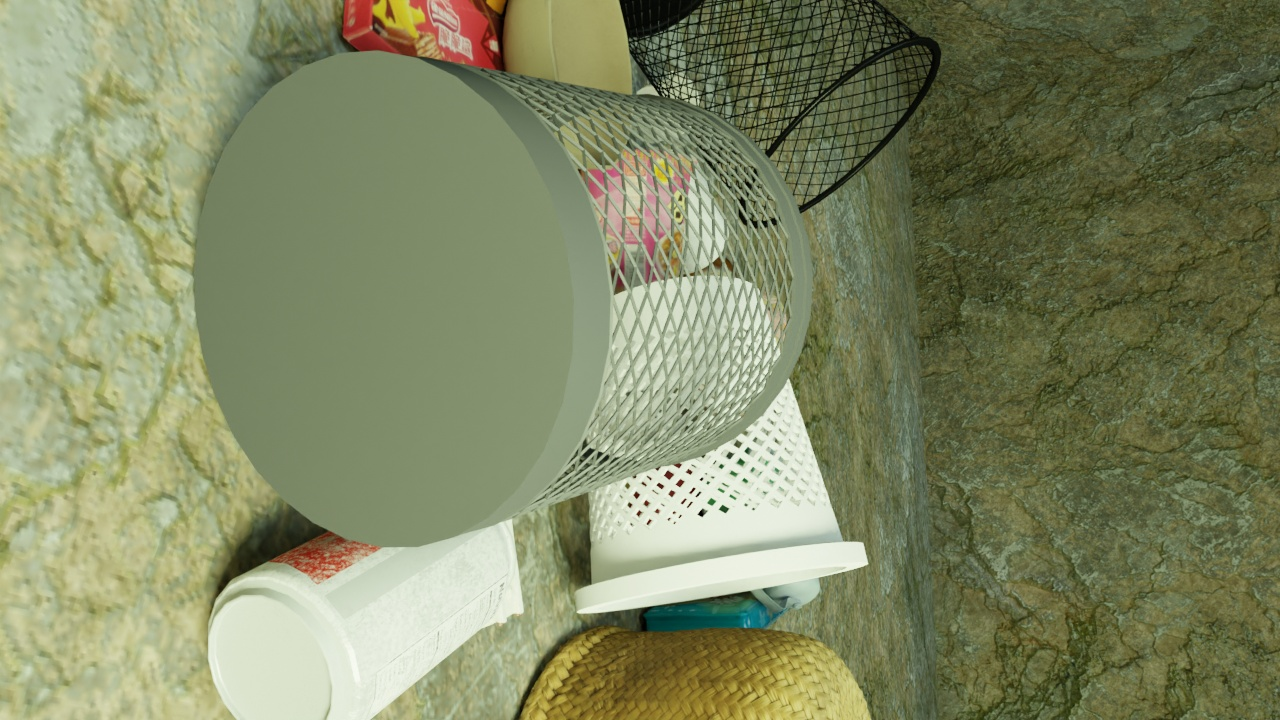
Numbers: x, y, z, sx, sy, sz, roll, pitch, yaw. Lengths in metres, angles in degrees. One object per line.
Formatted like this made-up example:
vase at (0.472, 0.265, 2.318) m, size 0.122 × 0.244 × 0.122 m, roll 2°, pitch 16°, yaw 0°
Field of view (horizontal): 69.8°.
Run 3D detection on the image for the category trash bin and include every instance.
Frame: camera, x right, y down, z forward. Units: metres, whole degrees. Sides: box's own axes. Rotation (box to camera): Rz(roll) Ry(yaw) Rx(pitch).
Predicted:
trash bin at (-0.055, -0.032, 0.447) m, size 0.226 × 0.218 × 0.218 m, roll -14°, pitch 97°, yaw -62°
trash bin at (0.086, -0.242, 0.707) m, size 0.210 × 0.184 × 0.183 m, roll 53°, pitch 18°, yaw 16°
trash bin at (0.039, 0.059, 0.643) m, size 0.195 × 0.196 × 0.199 m, roll 27°, pitch 50°, yaw -62°

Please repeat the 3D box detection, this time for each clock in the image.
clock at (0.112, 0.144, 0.781) m, size 0.122 × 0.075 × 0.161 m, roll 46°, pitch 28°, yaw -17°

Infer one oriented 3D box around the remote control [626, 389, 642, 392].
remote control at (-0.005, 0.005, 0.792) m, size 0.136 × 0.013 × 0.043 m, roll -4°, pitch 88°, yaw -67°

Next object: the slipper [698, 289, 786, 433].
slipper at (0.091, -0.016, 0.931) m, size 0.081 × 0.093 × 0.196 m, roll 46°, pitch 35°, yaw -28°

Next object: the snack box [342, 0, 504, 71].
snack box at (-0.126, -0.201, 0.556) m, size 0.133 × 0.021 × 0.089 m, roll 28°, pitch 58°, yaw -63°

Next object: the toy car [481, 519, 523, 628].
toy car at (-0.092, 0.099, 0.531) m, size 0.039 × 0.039 × 0.113 m, roll -4°, pitch 88°, yaw -66°

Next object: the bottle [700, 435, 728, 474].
bottle at (0.084, 0.132, 0.899) m, size 0.061 × 0.061 × 0.131 m, roll -53°, pitch 131°, yaw -55°

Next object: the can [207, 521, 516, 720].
can at (-0.119, 0.110, 0.418) m, size 0.136 × 0.078 × 0.078 m, roll -25°, pitch 106°, yaw -66°

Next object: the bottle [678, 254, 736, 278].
bottle at (0.060, -0.066, 0.885) m, size 0.068 × 0.068 × 0.156 m, roll 57°, pitch 25°, yaw -45°

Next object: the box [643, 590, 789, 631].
box at (0.088, 0.223, 0.844) m, size 0.226 × 0.094 × 0.041 m, roll 3°, pitch 80°, yaw -66°

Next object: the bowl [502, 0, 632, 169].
bowl at (-0.054, -0.207, 0.635) m, size 0.152 × 0.050 × 0.152 m, roll -1°, pitch 90°, yaw -71°

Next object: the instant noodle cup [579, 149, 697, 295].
instant noodle cup at (-0.005, -0.106, 0.733) m, size 0.097 × 0.098 × 0.108 m, roll -5°, pitch 96°, yaw -67°

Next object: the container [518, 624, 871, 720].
container at (0.056, 0.329, 0.621) m, size 0.306 × 0.197 × 0.307 m, roll -8°, pitch 90°, yaw -68°

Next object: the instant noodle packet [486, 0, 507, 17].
instant noodle packet at (-0.059, -0.303, 0.725) m, size 0.220 × 0.032 × 0.159 m, roll 19°, pitch 68°, yaw -64°

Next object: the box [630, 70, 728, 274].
box at (0.030, -0.171, 0.843) m, size 0.140 × 0.084 × 0.141 m, roll 59°, pitch 39°, yaw -42°

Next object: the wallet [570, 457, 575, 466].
wallet at (-0.063, 0.010, 0.648) m, size 0.072 × 0.019 × 0.123 m, roll 33°, pitch 54°, yaw -62°

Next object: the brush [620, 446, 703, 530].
brush at (0.029, 0.136, 0.797) m, size 0.173 × 0.042 × 0.082 m, roll 49°, pitch 41°, yaw -53°
